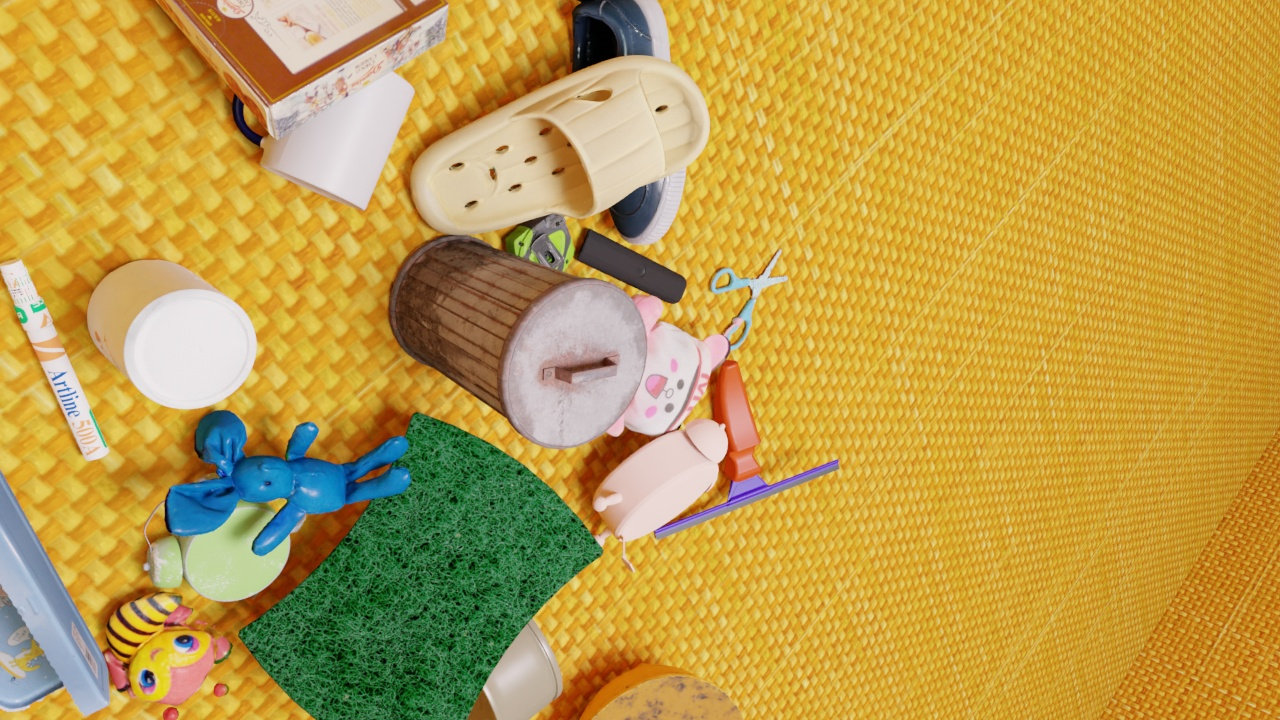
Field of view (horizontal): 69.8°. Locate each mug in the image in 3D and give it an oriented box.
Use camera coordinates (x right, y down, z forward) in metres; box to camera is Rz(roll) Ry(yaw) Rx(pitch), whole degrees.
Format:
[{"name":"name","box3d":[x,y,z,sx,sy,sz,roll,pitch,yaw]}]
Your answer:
[{"name":"mug","box3d":[-0.236,-0.177,0.667,0.112,0.079,0.097,23,89,-15]},{"name":"mug","box3d":[-0.318,-0.020,0.621,0.082,0.105,0.082,-15,114,-38]}]

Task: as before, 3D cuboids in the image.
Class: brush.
[{"name":"brush","box3d":[-0.175,0.190,0.766,0.195,0.075,0.249,37,76,-1]}]

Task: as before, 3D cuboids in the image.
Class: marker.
[{"name":"marker","box3d":[-0.396,0.002,0.621,0.017,0.017,0.146,-26,121,-33]}]

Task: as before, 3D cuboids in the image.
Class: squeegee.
[{"name":"squeegee","box3d":[0.113,0.084,1.070,0.249,0.055,0.185,-18,117,-17]}]

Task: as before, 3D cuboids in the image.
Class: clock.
[{"name":"clock","box3d":[0.024,0.138,0.958,0.160,0.086,0.131,-37,160,-21]},{"name":"clock","box3d":[-0.325,0.140,0.714,0.119,0.043,0.094,36,79,-42]}]

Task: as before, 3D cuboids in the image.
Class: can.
[{"name":"can","box3d":[-0.141,0.287,0.868,0.073,0.128,0.128,-29,122,-33]}]

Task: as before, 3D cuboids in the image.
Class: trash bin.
[{"name":"trash bin","box3d":[-0.099,-0.021,0.735,0.130,0.211,0.131,-17,118,-36]}]

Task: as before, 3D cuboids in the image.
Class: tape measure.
[{"name":"tape measure","box3d":[-0.090,-0.101,0.840,0.065,0.036,0.059,-47,131,-20]}]

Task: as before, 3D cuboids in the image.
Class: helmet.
[{"name":"helmet","box3d":[0.004,0.446,1.046,0.205,0.131,0.255,22,96,-13]}]

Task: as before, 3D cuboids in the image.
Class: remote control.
[{"name":"remote control","box3d":[-0.008,-0.093,0.929,0.146,0.015,0.033,21,90,-43]}]

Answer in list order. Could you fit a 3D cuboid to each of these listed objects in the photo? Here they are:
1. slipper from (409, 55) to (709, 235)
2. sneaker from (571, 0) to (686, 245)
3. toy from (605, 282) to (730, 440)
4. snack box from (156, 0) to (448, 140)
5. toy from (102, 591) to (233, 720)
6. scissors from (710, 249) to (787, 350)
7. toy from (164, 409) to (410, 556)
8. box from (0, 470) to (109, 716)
[{"name":"slipper","box3d":[-0.061,-0.169,0.751,0.261,0.079,0.111,-20,119,-4]},{"name":"sneaker","box3d":[-0.021,-0.216,0.828,0.087,0.089,0.236,-20,112,-39]},{"name":"toy","box3d":[-0.005,0.005,0.920,0.213,0.084,0.142,22,92,-42]},{"name":"snack box","box3d":[-0.230,-0.243,0.610,0.146,0.041,0.143,-41,87,-23]},{"name":"toy","box3d":[-0.367,0.224,0.705,0.084,0.046,0.103,-22,110,-9]},{"name":"scissors","box3d":[0.120,-0.085,1.050,0.120,0.015,0.138,44,69,-42]},{"name":"toy","box3d":[-0.266,0.083,0.694,0.176,0.112,0.071,1,145,-33]},{"name":"box","box3d":[-0.436,0.158,0.613,0.078,0.072,0.210,-20,119,-20]}]
